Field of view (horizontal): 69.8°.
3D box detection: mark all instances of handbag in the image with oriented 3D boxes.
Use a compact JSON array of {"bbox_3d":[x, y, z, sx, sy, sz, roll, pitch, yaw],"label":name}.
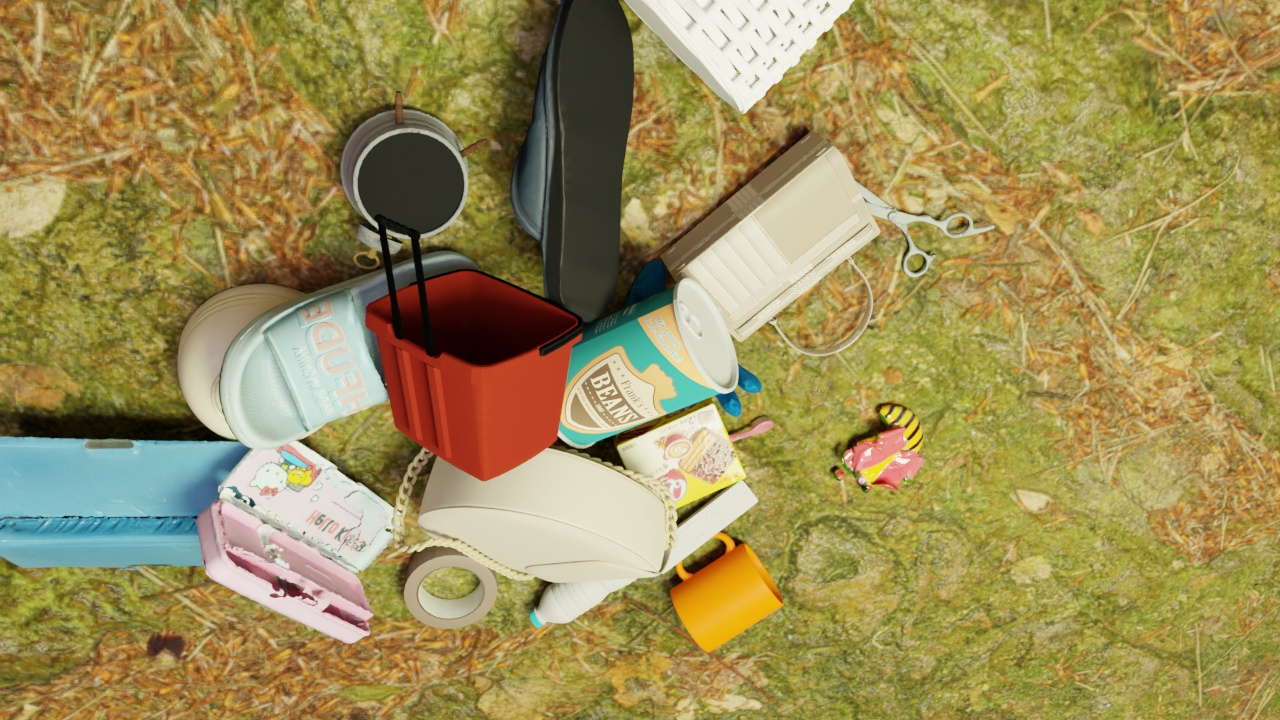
[{"bbox_3d":[0.149,-0.079,0.857,0.176,0.062,0.198,-39,121,10],"label":"handbag"},{"bbox_3d":[-0.092,0.149,0.836,0.208,0.103,0.211,30,149,-33],"label":"handbag"}]

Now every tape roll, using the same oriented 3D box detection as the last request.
[{"bbox_3d":[-0.196,0.231,0.948,0.093,0.030,0.094,-4,116,-9],"label":"tape roll"}]

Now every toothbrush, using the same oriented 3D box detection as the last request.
[{"bbox_3d":[0.073,0.088,0.943,0.135,0.016,0.021,-23,117,3],"label":"toothbrush"}]

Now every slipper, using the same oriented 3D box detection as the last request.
[{"bbox_3d":[-0.067,-0.168,0.748,0.084,0.108,0.266,10,101,31],"label":"slipper"},{"bbox_3d":[-0.227,-0.016,0.755,0.244,0.074,0.104,-33,120,-27],"label":"slipper"}]

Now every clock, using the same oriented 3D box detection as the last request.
[{"bbox_3d":[-0.198,-0.139,0.758,0.104,0.056,0.148,24,104,-30],"label":"clock"}]

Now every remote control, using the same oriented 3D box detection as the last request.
[{"bbox_3d":[0.064,0.175,0.975,0.131,0.012,0.033,-38,109,1],"label":"remote control"}]

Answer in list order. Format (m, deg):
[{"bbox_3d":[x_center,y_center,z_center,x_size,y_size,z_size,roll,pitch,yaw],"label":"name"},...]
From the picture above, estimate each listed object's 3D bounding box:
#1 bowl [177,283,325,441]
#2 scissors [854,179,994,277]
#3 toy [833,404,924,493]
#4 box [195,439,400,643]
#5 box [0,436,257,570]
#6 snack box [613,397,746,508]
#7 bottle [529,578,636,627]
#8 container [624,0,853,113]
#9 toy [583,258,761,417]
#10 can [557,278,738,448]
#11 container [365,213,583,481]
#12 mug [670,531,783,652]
[{"bbox_3d":[-0.329,0.016,0.796,0.150,0.075,0.151,-4,115,-9],"label":"bowl"},{"bbox_3d":[0.254,-0.141,0.867,0.131,0.014,0.153,-30,119,14],"label":"scissors"},{"bbox_3d":[0.257,0.098,0.968,0.084,0.046,0.103,29,102,-8],"label":"toy"},{"bbox_3d":[-0.287,0.160,0.820,0.101,0.111,0.201,-36,140,-1],"label":"box"},{"bbox_3d":[-0.450,0.139,0.812,0.231,0.060,0.176,1,137,-10],"label":"box"},{"bbox_3d":[0.037,0.093,0.901,0.106,0.061,0.083,-24,100,2],"label":"snack box"},{"bbox_3d":[-0.057,0.239,0.972,0.136,0.044,0.044,-34,117,6],"label":"bottle"},{"bbox_3d":[0.077,-0.311,0.657,0.189,0.189,0.187,40,103,-24],"label":"container"},{"bbox_3d":[0.032,-0.018,0.850,0.176,0.071,0.113,30,109,-1],"label":"toy"},{"bbox_3d":[-0.005,0.005,0.776,0.144,0.099,0.099,-23,119,24],"label":"can"},{"bbox_3d":[-0.129,-0.026,0.697,0.126,0.148,0.201,-29,134,-44],"label":"container"},{"bbox_3d":[0.083,0.241,0.990,0.096,0.077,0.112,-34,89,6],"label":"mug"}]
